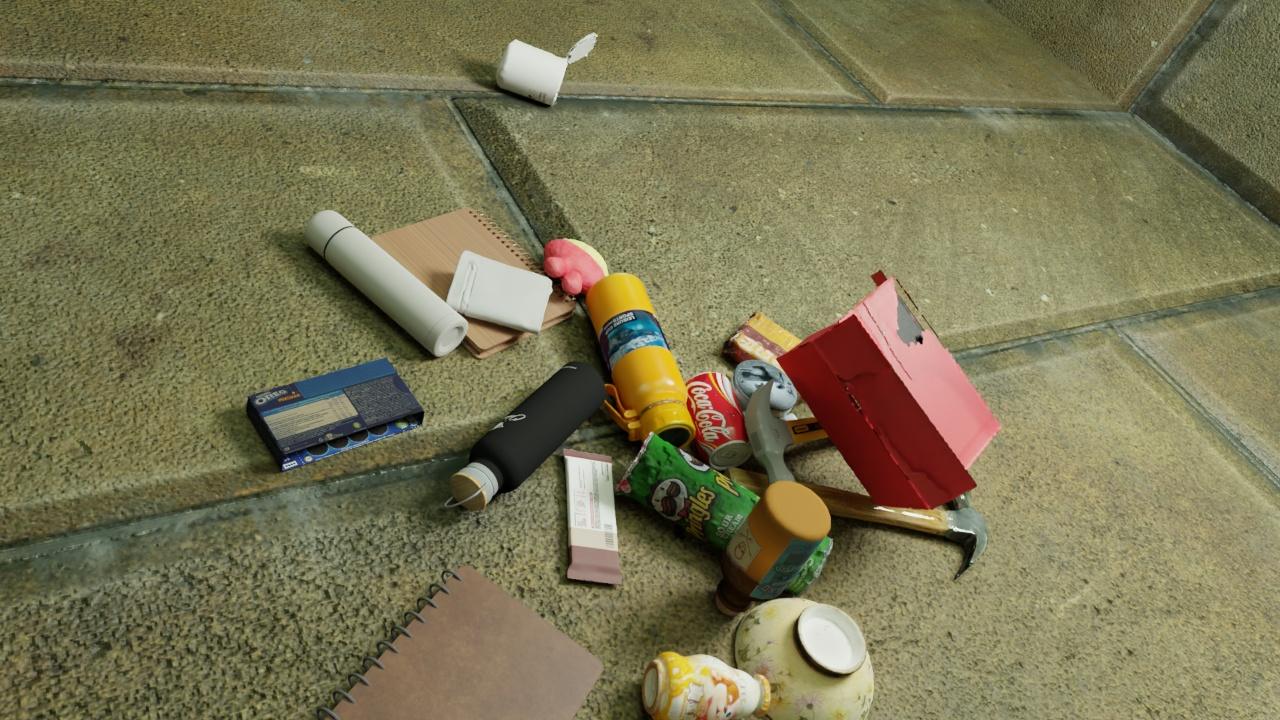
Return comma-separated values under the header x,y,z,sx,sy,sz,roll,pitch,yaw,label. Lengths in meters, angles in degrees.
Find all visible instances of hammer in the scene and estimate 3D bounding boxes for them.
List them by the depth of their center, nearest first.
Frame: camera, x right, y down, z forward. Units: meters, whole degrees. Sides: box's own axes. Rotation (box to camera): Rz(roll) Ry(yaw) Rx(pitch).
x,y,z,sx,sy,sz,roll,pitch,yaw,label
0.253,0.170,1.060,0.330,0.033,0.132,13,44,-14,hammer
0.236,0.076,1.102,0.322,0.029,0.127,-5,68,-45,hammer

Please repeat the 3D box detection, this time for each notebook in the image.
x,y,z,sx,sy,sz,roll,pitch,yaw,label
-0.151,0.284,0.741,0.167,0.024,0.224,34,41,7,notebook
-0.199,-0.103,1.122,0.210,0.022,0.168,43,44,19,notebook

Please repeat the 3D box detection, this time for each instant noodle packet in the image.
x,y,z,sx,sy,sz,roll,pitch,yaw,label
0.180,-0.002,1.195,0.135,0.040,0.098,35,42,14,instant noodle packet

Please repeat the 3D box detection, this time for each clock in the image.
x,y,z,sx,sy,sz,roll,pitch,yaw,label
0.146,0.055,1.104,0.083,0.057,0.117,6,45,-23,clock

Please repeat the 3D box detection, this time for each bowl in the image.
x,y,z,sx,sy,sz,roll,pitch,yaw,label
0.168,0.279,0.875,0.145,0.063,0.145,13,43,-13,bowl

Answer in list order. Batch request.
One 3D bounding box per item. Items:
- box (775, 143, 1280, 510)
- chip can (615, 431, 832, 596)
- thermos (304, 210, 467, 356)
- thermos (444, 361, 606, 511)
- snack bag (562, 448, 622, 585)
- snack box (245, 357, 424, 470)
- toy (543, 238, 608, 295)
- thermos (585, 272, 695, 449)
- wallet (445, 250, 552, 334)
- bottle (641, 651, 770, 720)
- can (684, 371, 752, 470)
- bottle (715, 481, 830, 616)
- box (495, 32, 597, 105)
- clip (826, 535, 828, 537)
x,y,z,sx,sy,sz,roll,pitch,yaw,label
0.330,-0.003,0.843,0.140,0.512,0.215,-34,88,-29,box
0.088,0.161,0.952,0.223,0.076,0.075,30,41,4,chip can
-0.292,-0.091,1.039,0.224,0.052,0.052,39,42,15,thermos
-0.119,0.081,0.939,0.061,0.061,0.230,35,42,10,thermos
-0.051,0.156,0.932,0.057,0.013,0.157,12,43,-19,snack bag
-0.300,0.050,0.908,0.149,0.027,0.082,-18,55,-40,snack box
-0.083,-0.119,1.161,0.091,0.045,0.135,41,23,3,toy
-0.006,0.006,1.073,0.076,0.091,0.232,43,20,-49,thermos
-0.166,-0.075,1.073,0.116,0.032,0.086,20,53,-8,wallet
0.058,0.291,0.808,0.109,0.063,0.063,10,43,-18,bottle
0.086,0.069,1.053,0.064,0.064,0.104,2,46,-25,can
0.115,0.188,0.873,0.068,0.157,0.067,16,38,-13,bottle
-0.149,-0.484,1.473,0.137,0.083,0.143,20,74,-10,box
0.188,0.186,1.004,0.049,0.054,0.044,32,52,-31,clip
